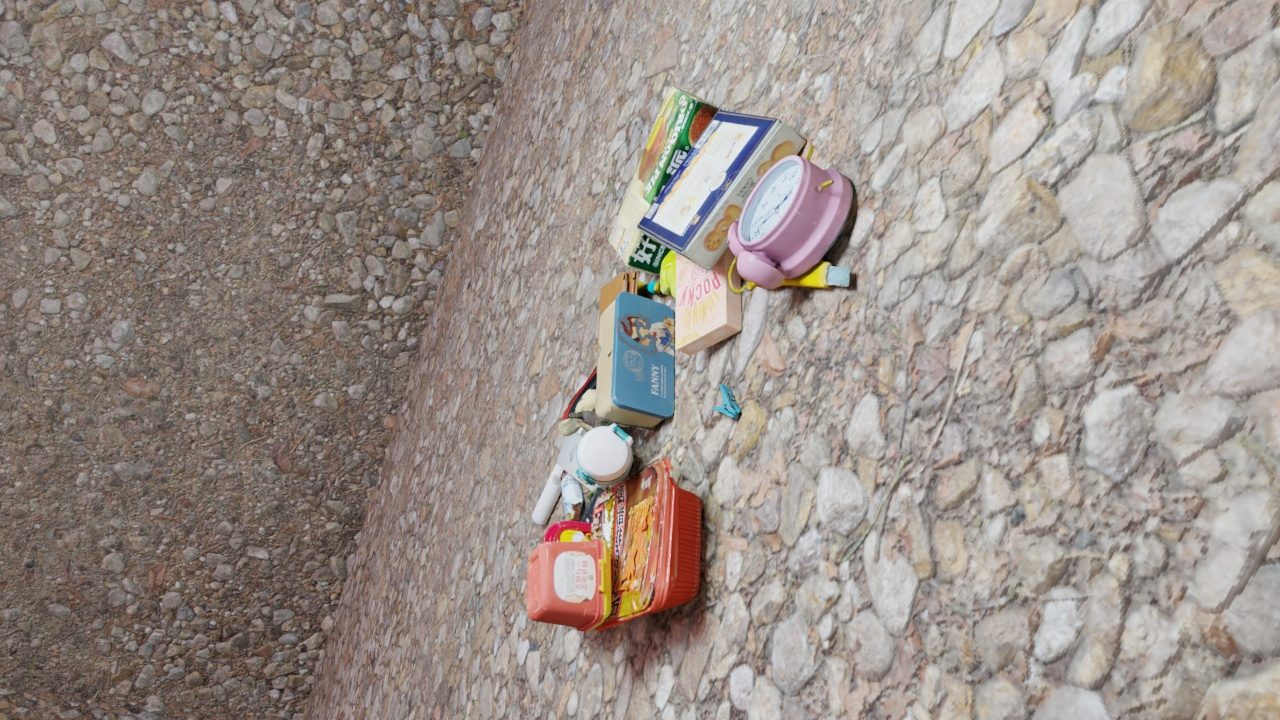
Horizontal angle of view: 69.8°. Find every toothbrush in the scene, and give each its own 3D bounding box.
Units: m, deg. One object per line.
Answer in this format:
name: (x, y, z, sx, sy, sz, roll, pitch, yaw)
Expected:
toothbrush: (-0.117, 0.163, 1.407, 0.026, 0.027, 0.221, -76, 11, -66)

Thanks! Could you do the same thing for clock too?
clock: (0.138, -0.132, 0.916, 0.159, 0.059, 0.117, -54, 23, 26)

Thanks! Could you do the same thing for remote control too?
remote control: (-0.078, 0.144, 1.308, 0.135, 0.019, 0.056, 23, 92, 59)

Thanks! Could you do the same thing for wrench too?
wrench: (-0.063, 0.025, 1.384, 0.274, 0.016, 0.056, -50, 32, 45)

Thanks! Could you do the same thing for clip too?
clip: (0.094, 0.049, 0.995, 0.034, 0.013, 0.055, -71, 23, 11)

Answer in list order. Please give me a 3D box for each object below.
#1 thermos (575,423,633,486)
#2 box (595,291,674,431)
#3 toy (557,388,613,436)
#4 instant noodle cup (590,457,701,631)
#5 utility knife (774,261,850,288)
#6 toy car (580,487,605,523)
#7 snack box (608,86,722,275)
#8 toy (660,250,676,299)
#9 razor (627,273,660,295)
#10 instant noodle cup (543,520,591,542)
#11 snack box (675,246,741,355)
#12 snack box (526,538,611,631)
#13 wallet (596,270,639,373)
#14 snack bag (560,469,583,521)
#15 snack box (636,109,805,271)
thermos: (-0.044, 0.118, 1.095, 0.224, 0.073, 0.073, 98, -176, -82)
box: (-0.007, 0.007, 1.167, 0.063, 0.089, 0.184, -46, 38, 48)
toy: (-0.060, 0.071, 1.240, 0.157, 0.105, 0.066, 126, 140, -87)
instant noodle cup: (0.008, 0.206, 1.006, 0.189, 0.079, 0.164, 139, 141, -56)
utility knife: (0.159, -0.085, 0.922, 0.190, 0.015, 0.033, 20, 91, 68)
toy car: (-0.060, 0.214, 1.221, 0.043, 0.036, 0.091, -146, 72, -68)
snack box: (0.035, -0.248, 1.268, 0.240, 0.063, 0.114, -67, 23, 18)
toy: (0.051, -0.118, 1.187, 0.100, 0.031, 0.096, -33, 44, 59)
razor: (0.005, -0.102, 1.286, 0.133, 0.028, 0.043, -170, 81, -71)
instant noodle cup: (-0.073, 0.270, 1.132, 0.124, 0.116, 0.116, 121, 156, -59)
snack box: (0.079, -0.090, 1.080, 0.085, 0.026, 0.157, -28, 48, 42)
snack box: (-0.078, 0.239, 0.988, 0.082, 0.080, 0.091, 132, 143, -53)
wallet: (-0.032, -0.052, 1.291, 0.108, 0.031, 0.131, 151, 124, -63)
snack bag: (-0.101, 0.196, 1.347, 0.104, 0.026, 0.048, -105, 29, -52)
snack box: (0.087, -0.204, 1.076, 0.178, 0.045, 0.182, -54, 25, 5)
